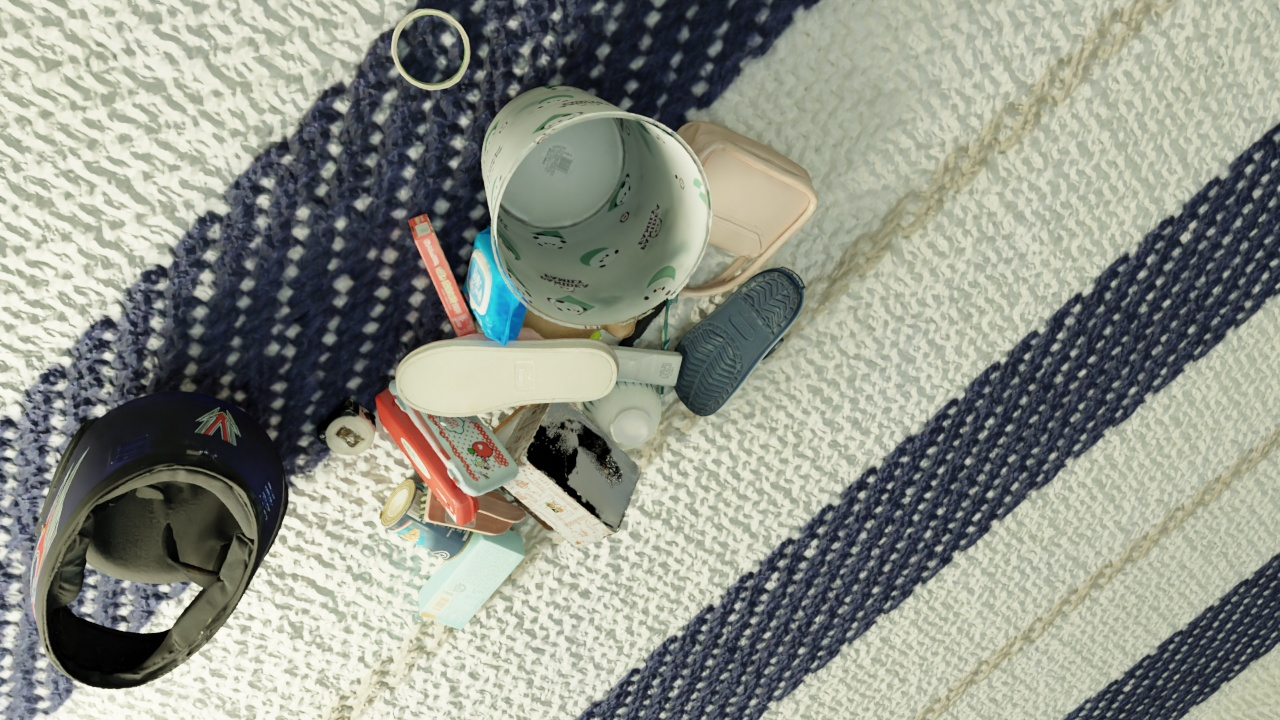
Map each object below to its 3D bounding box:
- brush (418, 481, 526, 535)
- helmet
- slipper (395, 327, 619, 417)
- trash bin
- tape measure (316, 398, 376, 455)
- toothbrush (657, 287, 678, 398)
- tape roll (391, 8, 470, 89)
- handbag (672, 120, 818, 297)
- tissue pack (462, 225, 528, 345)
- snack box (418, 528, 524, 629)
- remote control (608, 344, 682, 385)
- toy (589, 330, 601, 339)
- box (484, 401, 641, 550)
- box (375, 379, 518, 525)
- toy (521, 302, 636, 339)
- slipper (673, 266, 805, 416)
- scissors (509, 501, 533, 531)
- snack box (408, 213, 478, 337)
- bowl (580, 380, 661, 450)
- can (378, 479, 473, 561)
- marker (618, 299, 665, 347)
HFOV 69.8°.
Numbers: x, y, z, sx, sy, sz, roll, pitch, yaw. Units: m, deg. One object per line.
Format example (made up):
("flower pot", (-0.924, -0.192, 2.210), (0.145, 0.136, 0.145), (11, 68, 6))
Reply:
("brush", (-0.227, 0.202, 1.251), (0.073, 0.063, 0.145), (-18, 149, 40))
("helmet", (-0.560, 0.187, 1.072), (0.247, 0.240, 0.315), (27, 95, -30))
("slipper", (-0.163, 0.012, 1.132), (0.274, 0.054, 0.114), (-5, 122, -1))
("trash bin", (-0.071, -0.191, 1.026), (0.229, 0.251, 0.230), (-8, 120, -15))
("tape measure", (-0.382, 0.091, 1.207), (0.066, 0.033, 0.066), (-44, 121, 10))
("toothbrush", (0.038, -0.023, 1.280), (0.018, 0.016, 0.192), (-8, 128, -15))
("tape roll", (-0.234, -0.348, 1.027), (0.085, 0.014, 0.086), (-8, 120, -14))
("handbag", (0.097, -0.179, 1.200), (0.193, 0.093, 0.235), (18, 119, -26))
("tissue pack", (-0.175, -0.094, 1.104), (0.052, 0.157, 0.095), (3, 120, -28))
("snack box", (-0.251, 0.317, 1.357), (0.074, 0.051, 0.175), (30, 110, -30))
("remote control", (-0.007, 0.007, 1.265), (0.125, 0.024, 0.049), (5, 116, -15))
("toy", (-0.103, -0.033, 1.232), (0.100, 0.031, 0.097), (11, 108, -16))
("box", (-0.131, 0.159, 1.274), (0.185, 0.154, 0.182), (-31, 114, 37))
("box", (-0.245, 0.101, 1.176), (0.101, 0.201, 0.095), (-32, 157, -25))
("toy", (-0.114, -0.042, 1.169), (0.226, 0.082, 0.143), (-38, 89, 23))
("slipper", (0.136, -0.034, 1.280), (0.253, 0.105, 0.095), (-52, 165, 29))
("scissors", (-0.133, 0.202, 1.362), (0.189, 0.015, 0.226), (24, 109, -28))
("snack box", (-0.240, -0.098, 1.125), (0.025, 0.075, 0.153), (-23, 122, -7))
("bowl", (-0.022, 0.080, 1.301), (0.116, 0.066, 0.117), (-8, 120, -15))
("can", (-0.297, 0.223, 1.282), (0.075, 0.075, 0.111), (-46, 121, 9))
("marker", (-0.011, -0.036, 1.269), (0.022, 0.020, 0.132), (35, 104, -15))
